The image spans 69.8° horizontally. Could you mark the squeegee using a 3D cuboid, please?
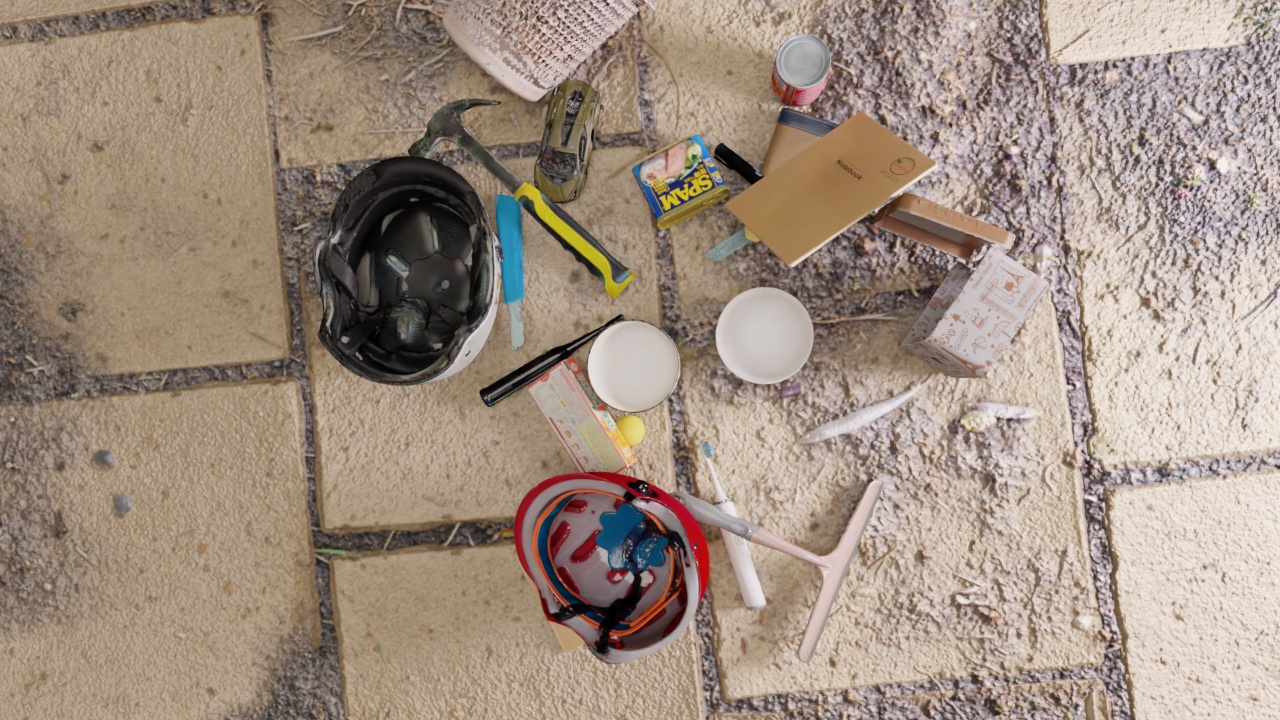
[{"bbox_3d":[0.148,0.218,1.136,0.249,0.040,0.247,23,87,-1],"label":"squeegee"}]

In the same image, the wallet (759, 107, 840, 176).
[{"bbox_3d":[0.202,-0.252,1.160,0.090,0.033,0.115,20,93,8],"label":"wallet"}]

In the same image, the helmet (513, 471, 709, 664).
[{"bbox_3d":[-0.024,0.230,1.112,0.240,0.143,0.207,39,108,16],"label":"helmet"}]

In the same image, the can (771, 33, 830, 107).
[{"bbox_3d":[0.196,-0.353,1.128,0.066,0.093,0.066,0,89,5],"label":"can"}]

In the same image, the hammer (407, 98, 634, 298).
[{"bbox_3d":[-0.136,-0.205,1.166,0.323,0.031,0.126,42,104,-4],"label":"hammer"}]

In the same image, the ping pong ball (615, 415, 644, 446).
[{"bbox_3d":[-0.015,0.090,1.173,0.040,0.040,0.040,0,90,5],"label":"ping pong ball"}]

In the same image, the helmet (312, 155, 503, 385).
[{"bbox_3d":[-0.272,-0.096,1.140,0.230,0.157,0.273,-3,79,7],"label":"helmet"}]

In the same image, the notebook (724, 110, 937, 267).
[{"bbox_3d":[0.220,-0.206,1.084,0.207,0.008,0.147,-35,48,-2],"label":"notebook"}]

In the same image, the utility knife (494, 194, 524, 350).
[{"bbox_3d":[-0.168,-0.116,1.197,0.034,0.018,0.204,-4,88,3],"label":"utility knife"}]

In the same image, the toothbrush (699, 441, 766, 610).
[{"bbox_3d":[0.114,0.209,1.168,0.026,0.026,0.221,-20,87,45],"label":"toothbrush"}]

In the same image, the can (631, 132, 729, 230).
[{"bbox_3d":[0.049,-0.226,1.161,0.102,0.057,0.083,-27,85,4],"label":"can"}]

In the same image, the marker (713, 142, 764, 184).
[{"bbox_3d":[0.142,-0.228,1.150,0.132,0.020,0.022,44,113,24],"label":"marker"}]

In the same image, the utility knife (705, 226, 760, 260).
[{"bbox_3d":[0.172,-0.181,1.146,0.207,0.021,0.031,-31,86,8],"label":"utility knife"}]

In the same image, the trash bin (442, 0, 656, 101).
[{"bbox_3d":[-0.125,-0.435,1.112,0.227,0.227,0.192,45,106,4],"label":"trash bin"}]

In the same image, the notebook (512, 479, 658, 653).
[{"bbox_3d":[-0.039,0.267,1.190,0.211,0.012,0.149,-28,89,4],"label":"notebook"}]

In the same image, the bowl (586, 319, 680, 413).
[{"bbox_3d":[-0.007,0.007,1.160,0.116,0.066,0.116,0,91,5],"label":"bowl"}]

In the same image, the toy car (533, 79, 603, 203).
[{"bbox_3d":[-0.094,-0.281,1.182,0.070,0.042,0.158,12,93,6],"label":"toy car"}]

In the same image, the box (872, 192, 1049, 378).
[{"bbox_3d":[0.341,-0.094,1.071,0.193,0.183,0.157,32,92,5],"label":"box"}]

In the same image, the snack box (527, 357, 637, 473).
[{"bbox_3d":[-0.075,0.080,1.167,0.077,0.026,0.156,-35,87,38],"label":"snack box"}]

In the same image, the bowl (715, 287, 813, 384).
[{"bbox_3d":[0.154,-0.030,1.146,0.118,0.064,0.118,0,89,6],"label":"bowl"}]

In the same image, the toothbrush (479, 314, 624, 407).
[{"bbox_3d":[-0.112,-0.002,1.191,0.213,0.026,0.027,-30,122,3],"label":"toothbrush"}]
